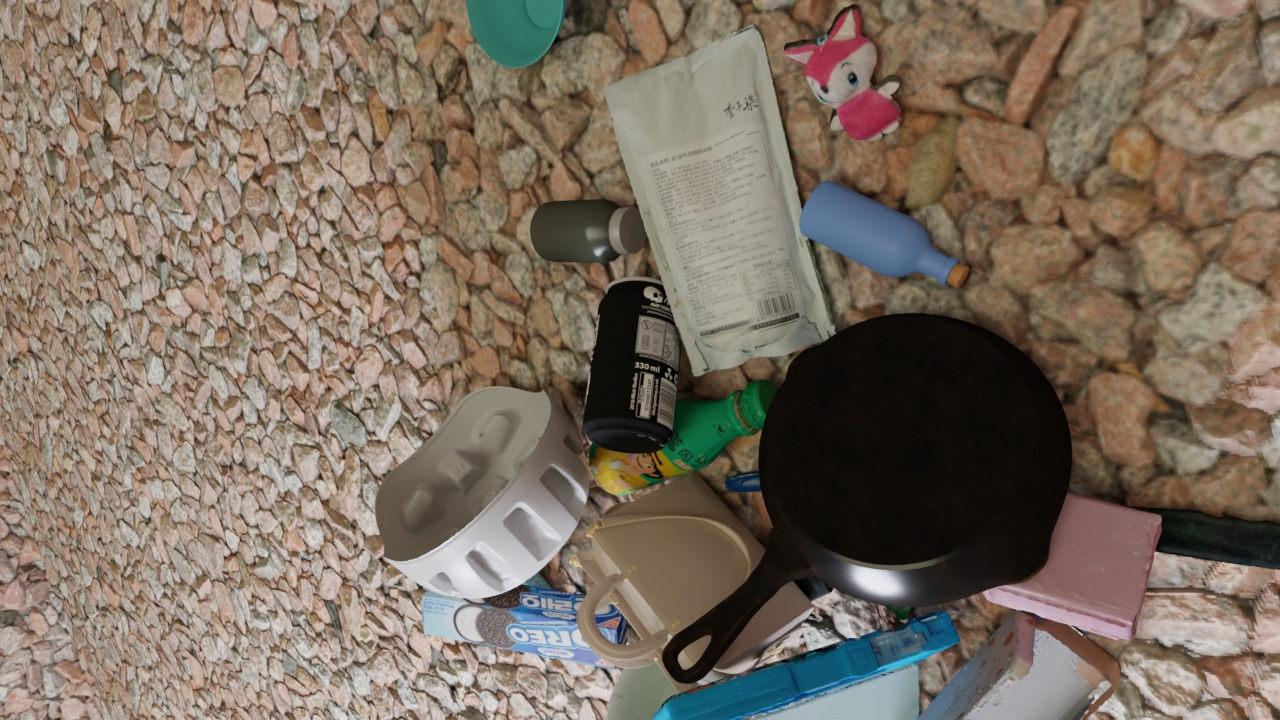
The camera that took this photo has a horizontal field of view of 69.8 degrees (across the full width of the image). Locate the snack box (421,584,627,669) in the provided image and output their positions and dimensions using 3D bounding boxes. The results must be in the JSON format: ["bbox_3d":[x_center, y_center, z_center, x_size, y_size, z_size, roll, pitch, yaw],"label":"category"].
[{"bbox_3d":[-0.128,0.287,1.019,0.226,0.059,0.059,8,111,11],"label":"snack box"}]

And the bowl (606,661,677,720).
[{"bbox_3d":[0.044,0.377,0.955,0.175,0.068,0.174,-29,46,35],"label":"bowl"}]

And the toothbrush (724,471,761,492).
[{"bbox_3d":[0.132,0.111,0.841,0.133,0.016,0.021,-9,98,42],"label":"toothbrush"}]

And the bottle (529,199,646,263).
[{"bbox_3d":[-0.050,-0.123,0.874,0.109,0.060,0.060,6,108,37],"label":"bottle"}]

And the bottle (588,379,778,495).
[{"bbox_3d":[0.043,0.070,0.861,0.210,0.067,0.068,-26,88,40],"label":"bottle"}]

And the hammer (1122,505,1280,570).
[{"bbox_3d":[0.341,0.120,0.673,0.334,0.033,0.133,1,104,37],"label":"hammer"}]

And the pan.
[{"bbox_3d":[0.143,0.106,0.676,0.356,0.043,0.248,-45,53,2],"label":"pan"}]

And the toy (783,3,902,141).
[{"bbox_3d":[0.156,-0.213,0.695,0.066,0.050,0.102,-31,90,35],"label":"toy"}]

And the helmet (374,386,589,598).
[{"bbox_3d":[-0.152,0.130,0.921,0.184,0.223,0.283,38,162,-5],"label":"helmet"}]

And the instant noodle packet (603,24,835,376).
[{"bbox_3d":[0.070,-0.130,0.788,0.147,0.057,0.269,-15,93,22],"label":"instant noodle packet"}]

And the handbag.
[{"bbox_3d":[0.024,0.208,0.820,0.194,0.197,0.101,47,131,28],"label":"handbag"}]

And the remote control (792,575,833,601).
[{"bbox_3d":[0.126,0.221,0.877,0.141,0.021,0.045,-41,71,43],"label":"remote control"}]

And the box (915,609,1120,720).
[{"bbox_3d":[0.287,0.302,0.747,0.107,0.094,0.217,25,122,0],"label":"box"}]

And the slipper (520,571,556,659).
[{"bbox_3d":[-0.176,0.239,1.089,0.116,0.069,0.276,-39,80,42],"label":"slipper"}]

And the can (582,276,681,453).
[{"bbox_3d":[-0.005,0.005,0.828,0.080,0.080,0.145,-13,61,40],"label":"can"}]

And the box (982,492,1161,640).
[{"bbox_3d":[0.255,0.142,0.695,0.233,0.099,0.099,10,148,32],"label":"box"}]

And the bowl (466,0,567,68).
[{"bbox_3d":[-0.103,-0.336,0.853,0.121,0.046,0.121,13,112,34],"label":"bowl"}]

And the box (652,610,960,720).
[{"bbox_3d":[0.132,0.287,0.768,0.063,0.243,0.175,-117,20,-46],"label":"box"}]

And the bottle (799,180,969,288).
[{"bbox_3d":[0.189,-0.092,0.706,0.131,0.047,0.048,32,122,26],"label":"bottle"}]

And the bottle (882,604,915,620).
[{"bbox_3d":[0.194,0.176,0.797,0.110,0.042,0.043,36,123,25],"label":"bottle"}]
